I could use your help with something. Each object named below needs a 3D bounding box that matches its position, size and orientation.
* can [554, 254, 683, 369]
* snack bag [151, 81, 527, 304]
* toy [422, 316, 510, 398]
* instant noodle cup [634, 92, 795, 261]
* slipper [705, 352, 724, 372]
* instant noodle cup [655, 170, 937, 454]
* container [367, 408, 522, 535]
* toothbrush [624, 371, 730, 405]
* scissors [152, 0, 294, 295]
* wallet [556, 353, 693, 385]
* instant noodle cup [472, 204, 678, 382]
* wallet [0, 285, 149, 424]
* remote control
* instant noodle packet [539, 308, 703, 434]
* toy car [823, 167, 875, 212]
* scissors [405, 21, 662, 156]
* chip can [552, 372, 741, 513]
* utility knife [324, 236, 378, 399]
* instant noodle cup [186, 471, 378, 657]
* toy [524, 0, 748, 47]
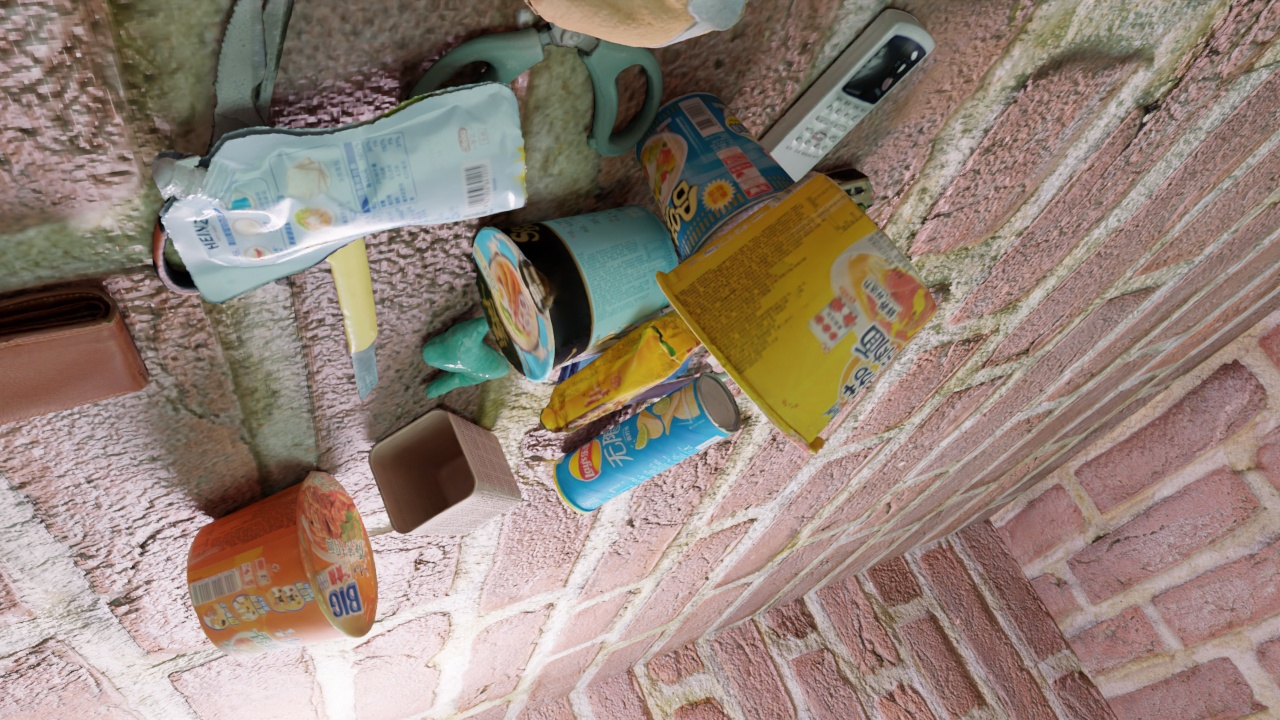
[{"bbox_3d":[-0.022,-0.039,0.745,0.146,0.058,0.058,-19,154,-17],"label":"can"},{"bbox_3d":[-0.157,-0.092,0.498,0.190,0.038,0.110,-17,159,-14],"label":"snack bag"},{"bbox_3d":[-0.143,0.002,0.742,0.096,0.030,0.092,-25,154,11],"label":"toy"},{"bbox_3d":[0.049,-0.115,0.605,0.099,0.110,0.099,-22,154,-11],"label":"instant noodle cup"},{"bbox_3d":[0.112,-0.038,0.754,0.114,0.054,0.274,-56,175,12],"label":"slipper"},{"bbox_3d":[0.093,-0.033,0.530,0.110,0.138,0.138,-41,153,8],"label":"instant noodle cup"},{"bbox_3d":[-0.175,0.109,0.853,0.090,0.090,0.111,-31,158,10],"label":"container"},{"bbox_3d":[0.045,0.030,0.995,0.188,0.029,0.021,-10,110,-29],"label":"toothbrush"},{"bbox_3d":[-0.201,-0.106,0.491,0.207,0.015,0.192,-32,154,11],"label":"scissors"},{"bbox_3d":[-0.007,-0.011,0.841,0.132,0.040,0.107,-11,143,-30],"label":"wallet"},{"bbox_3d":[-0.040,-0.056,0.648,0.120,0.111,0.111,-22,156,-27],"label":"instant noodle cup"},{"bbox_3d":[-0.360,0.002,0.531,0.124,0.032,0.101,-14,156,-25],"label":"wallet"},{"bbox_3d":[0.144,-0.186,0.665,0.058,0.021,0.150,2,144,-46],"label":"remote control"},{"bbox_3d":[-0.004,0.004,0.690,0.129,0.044,0.110,-35,180,29],"label":"instant noodle packet"},{"bbox_3d":[0.148,-0.132,0.752,0.090,0.042,0.035,-20,133,-25],"label":"toy car"},{"bbox_3d":[-0.047,-0.158,0.538,0.170,0.019,0.179,-37,153,19],"label":"scissors"},{"bbox_3d":[0.004,0.090,0.978,0.211,0.071,0.071,-33,156,29],"label":"chip can"},{"bbox_3d":[-0.196,-0.030,0.635,0.030,0.022,0.220,-35,155,-28],"label":"utility knife"},{"bbox_3d":[-0.314,0.185,0.807,0.111,0.151,0.151,-18,155,1],"label":"instant noodle cup"},{"bbox_3d":[0.020,-0.234,0.381,0.143,0.082,0.226,-25,154,-24],"label":"toy"}]
